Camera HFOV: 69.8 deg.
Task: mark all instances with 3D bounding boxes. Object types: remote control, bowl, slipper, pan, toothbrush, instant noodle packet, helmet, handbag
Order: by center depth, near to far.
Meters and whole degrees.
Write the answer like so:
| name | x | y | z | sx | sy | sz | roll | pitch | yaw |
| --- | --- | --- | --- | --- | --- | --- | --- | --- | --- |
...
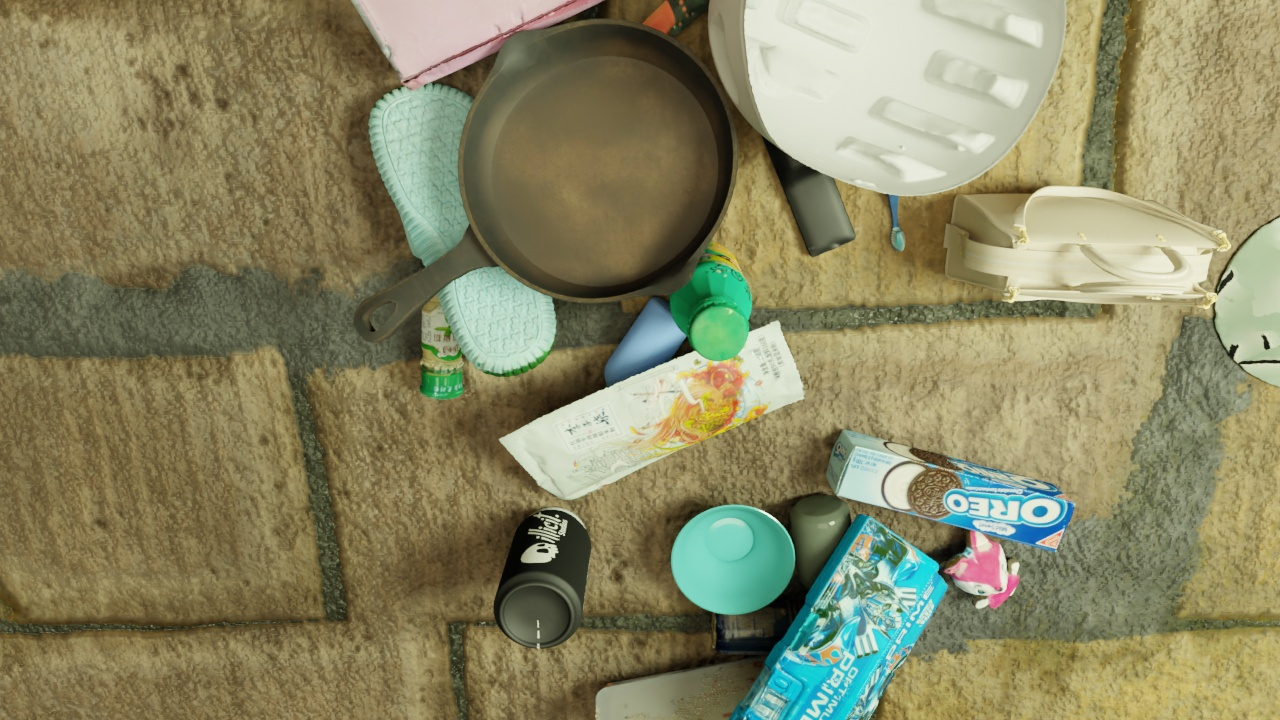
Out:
| name | x | y | z | sx | sy | sz | roll | pitch | yaw |
| --- | --- | --- | --- | --- | --- | --- | --- | --- | --- |
| helmet | 0.191 | -0.253 | 0.708 | 0.282 | 0.183 | 0.225 | 14 | 115 | -8 |
| handbag | 0.368 | -0.084 | 0.751 | 0.194 | 0.197 | 0.101 | 2 | 108 | 0 |
| pan | -0.087 | -0.123 | 0.760 | 0.356 | 0.043 | 0.248 | -34 | 84 | 7 |
| slipper | -0.152 | -0.116 | 0.819 | 0.116 | 0.069 | 0.276 | -21 | 88 | -3 |
| remote control | 0.149 | -0.163 | 0.824 | 0.045 | 0.021 | 0.140 | -23 | 107 | 10 |
| bowl | 0.623 | -0.050 | 0.824 | 0.174 | 0.067 | 0.174 | 0 | 105 | 1 |
| toothbrush | 0.225 | -0.162 | 0.825 | 0.021 | 0.016 | 0.132 | -12 | 108 | 3 |
| instant noodle packet | 0.019 | 0.057 | 0.857 | 0.269 | 0.057 | 0.147 | -25 | 141 | 6 |
| bowl | 0.092 | 0.191 | 0.924 | 0.121 | 0.046 | 0.121 | 0 | 108 | 1 |

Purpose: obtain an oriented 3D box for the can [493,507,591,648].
| name | x | y | z | sx | sy | sz | roll | pitch | yaw |
| --- | --- | --- | --- | --- | --- | --- | --- | --- | --- |
| can | -0.091 | 0.205 | 0.881 | 0.080 | 0.146 | 0.080 | 0 | 107 | 1 |

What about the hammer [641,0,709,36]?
| name | x | y | z | sx | sy | sz | roll | pitch | yaw |
| --- | --- | --- | --- | --- | --- | --- | --- | --- | --- |
| hammer | 0.040 | -0.304 | 0.778 | 0.333 | 0.033 | 0.133 | -37 | 102 | 11 |

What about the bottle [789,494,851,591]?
| name | x | y | z | sx | sy | sz | roll | pitch | yaw |
| --- | --- | --- | --- | --- | --- | --- | --- | --- | --- |
| bottle | 0.184 | 0.193 | 0.916 | 0.060 | 0.060 | 0.108 | -10 | 107 | 4 |

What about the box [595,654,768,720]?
| name | x | y | z | sx | sy | sz | roll | pitch | yaw |
| --- | --- | --- | --- | --- | --- | --- | --- | --- | --- |
| box | 0.066 | 0.371 | 0.971 | 0.216 | 0.094 | 0.108 | -12 | 132 | 5 |

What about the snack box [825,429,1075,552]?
| name | x | y | z | sx | sy | sz | roll | pitch | yaw |
| --- | --- | --- | --- | --- | --- | --- | --- | --- | --- |
| snack box | 0.299 | 0.126 | 0.894 | 0.226 | 0.059 | 0.059 | 16 | 103 | -3 |

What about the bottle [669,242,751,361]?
| name | x | y | z | sx | sy | sz | roll | pitch | yaw |
| --- | --- | --- | --- | --- | --- | --- | --- | --- | --- |
| bottle | 0.058 | -0.049 | 0.763 | 0.068 | 0.209 | 0.068 | 0 | 107 | 1 |

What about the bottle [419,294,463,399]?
| name | x | y | z | sx | sy | sz | roll | pitch | yaw |
| --- | --- | --- | --- | --- | --- | --- | --- | --- | --- |
| bottle | -0.187 | -0.020 | 0.868 | 0.042 | 0.042 | 0.110 | 5 | 107 | 0 |

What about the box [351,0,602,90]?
| name | x | y | z | sx | sy | sz | roll | pitch | yaw |
| --- | --- | --- | --- | --- | --- | --- | --- | --- | --- |
| box | -0.112 | -0.313 | 0.727 | 0.233 | 0.098 | 0.099 | -21 | 80 | 8 |

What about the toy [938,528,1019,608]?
| name | x | y | z | sx | sy | sz | roll | pitch | yaw |
| --- | --- | --- | --- | --- | --- | --- | --- | --- | --- |
| toy | 0.352 | 0.215 | 0.923 | 0.102 | 0.050 | 0.065 | 43 | 80 | -21 |

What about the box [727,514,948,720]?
| name | x | y | z | sx | sy | sz | roll | pitch | yaw |
| --- | --- | --- | --- | --- | --- | --- | --- | --- | --- |
| box | 0.208 | 0.291 | 0.879 | 0.174 | 0.064 | 0.243 | 37 | 83 | -28 |

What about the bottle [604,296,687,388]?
| name | x | y | z | sx | sy | sz | roll | pitch | yaw |
| --- | --- | --- | --- | --- | --- | --- | --- | --- | --- |
| bottle | -0.005 | 0.005 | 0.866 | 0.048 | 0.048 | 0.131 | 33 | 106 | -9 |

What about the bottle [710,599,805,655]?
| name | x | y | z | sx | sy | sz | roll | pitch | yaw |
| --- | --- | --- | --- | --- | --- | --- | --- | --- | --- |
| bottle | 0.154 | 0.274 | 0.944 | 0.161 | 0.056 | 0.056 | 0 | 108 | 2 |
